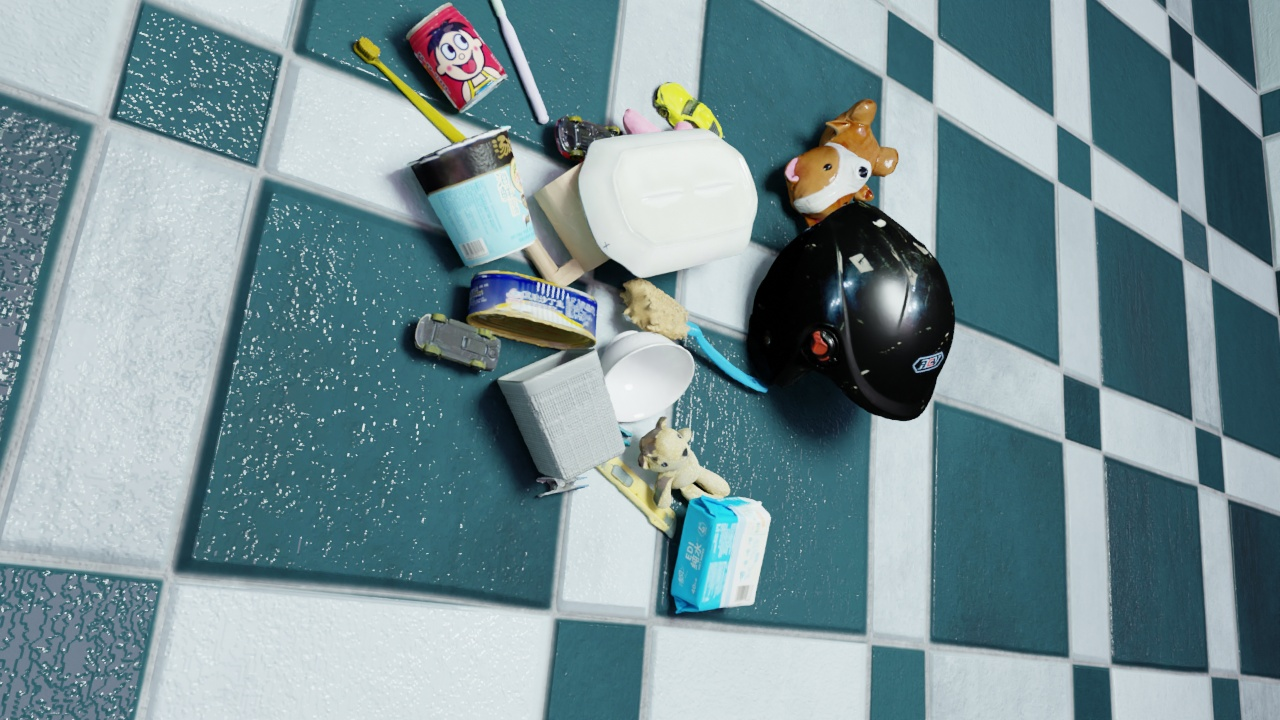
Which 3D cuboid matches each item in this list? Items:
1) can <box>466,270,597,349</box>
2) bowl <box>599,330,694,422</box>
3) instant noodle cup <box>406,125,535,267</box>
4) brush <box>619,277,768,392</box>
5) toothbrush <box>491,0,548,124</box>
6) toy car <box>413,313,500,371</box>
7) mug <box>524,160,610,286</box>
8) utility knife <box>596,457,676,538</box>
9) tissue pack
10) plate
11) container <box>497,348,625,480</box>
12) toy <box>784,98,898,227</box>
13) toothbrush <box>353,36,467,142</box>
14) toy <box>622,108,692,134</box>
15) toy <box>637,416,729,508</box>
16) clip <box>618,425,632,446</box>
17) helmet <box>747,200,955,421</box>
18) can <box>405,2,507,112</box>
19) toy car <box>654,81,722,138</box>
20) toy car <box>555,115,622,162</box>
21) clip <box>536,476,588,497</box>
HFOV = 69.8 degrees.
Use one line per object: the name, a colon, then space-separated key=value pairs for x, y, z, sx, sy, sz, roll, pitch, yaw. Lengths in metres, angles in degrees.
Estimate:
can: x=-0.111 y=-0.051 z=0.968 sx=0.148 sy=0.075 sz=0.049 roll=14 pitch=70 yaw=-34
bowl: x=-0.006 y=0.006 z=1.032 sx=0.118 sy=0.119 sz=0.064 roll=4 pitch=39 yaw=-36
instant noodle cup: x=-0.163 y=-0.164 z=0.940 sx=0.111 sy=0.111 sz=0.120 roll=-32 pitch=108 yaw=-36
brush: x=0.071 y=-0.021 z=1.111 sx=0.254 sy=0.083 sz=0.046 roll=34 pitch=105 yaw=-35
toothbrush: x=-0.141 y=-0.360 z=1.043 sx=0.021 sy=0.029 sz=0.189 roll=-20 pitch=96 yaw=3
toy car: x=-0.187 y=-0.017 z=0.929 sx=0.090 sy=0.035 sz=0.042 roll=20 pitch=68 yaw=-32
mug: x=-0.075 y=-0.151 z=1.020 sx=0.124 sy=0.084 sz=0.103 roll=-35 pitch=102 yaw=-9
utility knife: x=-0.026 y=0.130 z=1.036 sx=0.207 sy=0.021 sz=0.030 roll=43 pitch=59 yaw=-17
tissue pack: x=0.089 y=0.222 z=1.054 sx=0.089 sy=0.063 sz=0.140 roll=5 pitch=99 yaw=-36
plate: x=0.046 y=-0.187 z=1.035 sx=0.265 sy=0.034 sz=0.162 roll=-17 pitch=89 yaw=-41
container: x=-0.079 y=0.056 z=0.953 sx=0.090 sy=0.090 sz=0.114 roll=-24 pitch=101 yaw=-24
toy: x=0.277 y=-0.264 z=1.276 sx=0.199 sy=0.131 sz=0.140 roll=-42 pitch=112 yaw=-24
toothbrush: x=-0.222 y=-0.265 z=0.964 sx=0.190 sy=0.017 sz=0.015 roll=42 pitch=60 yaw=-22
toy: x=0.033 y=-0.216 z=1.106 sx=0.178 sy=0.075 sz=0.194 roll=-33 pitch=98 yaw=-44
toy: x=0.053 y=0.129 z=1.060 sx=0.157 sy=0.066 sz=0.105 roll=45 pitch=60 yaw=-39
clip: x=-0.033 y=0.082 z=1.038 sx=0.056 sy=0.014 sz=0.040 roll=28 pitch=66 yaw=-27
helmet: x=0.281 y=-0.060 z=1.164 sx=0.232 sy=0.231 sz=0.274 roll=-9 pitch=48 yaw=-37
can: x=-0.193 y=-0.318 z=0.965 sx=0.094 sy=0.067 sz=0.066 roll=52 pitch=56 yaw=-16
toy car: x=0.064 y=-0.316 z=1.177 sx=0.105 sy=0.032 sz=0.048 roll=38 pitch=61 yaw=-23
toy car: x=-0.060 y=-0.253 z=1.071 sx=0.106 sy=0.031 sz=0.049 roll=1 pitch=80 yaw=-47
clip: x=-0.085 y=0.133 z=0.984 sx=0.057 sy=0.025 sz=0.033 roll=-4 pitch=79 yaw=-31
